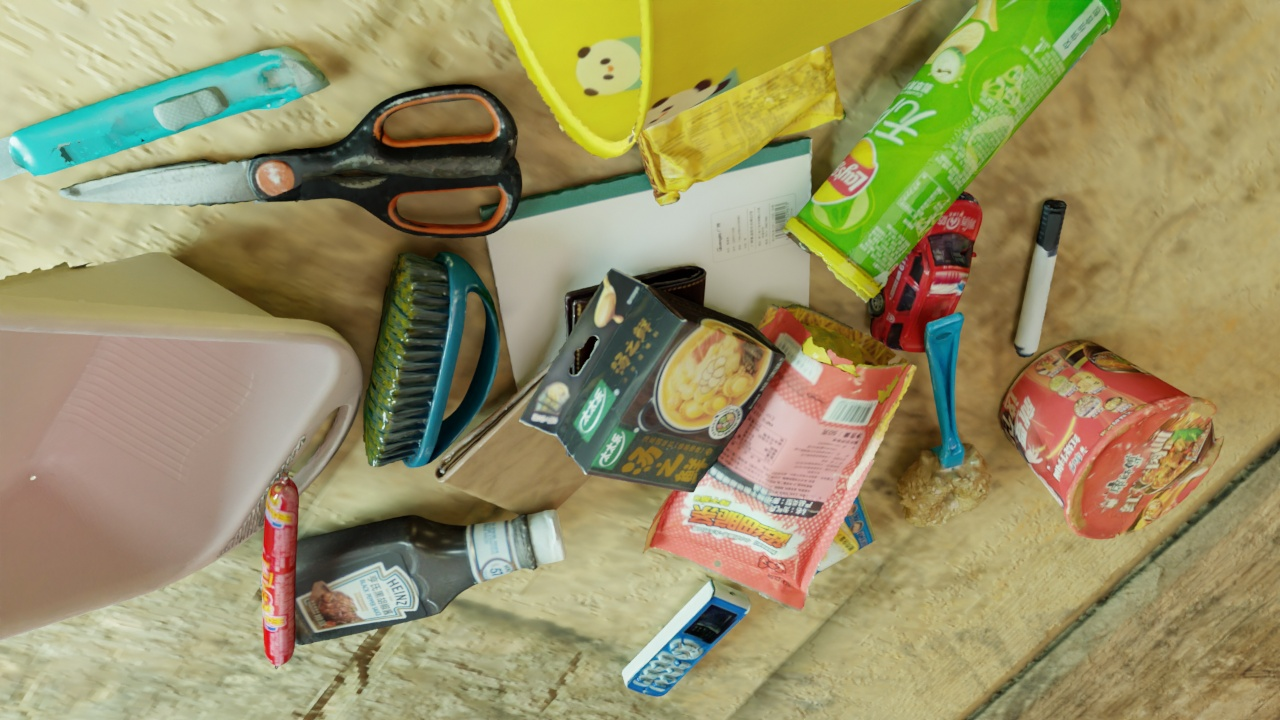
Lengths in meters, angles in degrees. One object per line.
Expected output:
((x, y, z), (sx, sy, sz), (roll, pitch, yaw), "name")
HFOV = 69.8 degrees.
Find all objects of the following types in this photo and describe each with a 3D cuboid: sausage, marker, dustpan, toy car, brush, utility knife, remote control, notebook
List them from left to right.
((-0.251, 0.060, 0.444), (0.139, 0.273, 0.223), (36, 109, -10), "dustpan")
((-0.238, -0.117, 0.444), (0.171, 0.013, 0.029), (-21, 126, -7), "utility knife")
((-0.223, 0.132, 0.566), (0.020, 0.020, 0.156), (1, 118, -22), "sausage")
((-0.122, 0.002, 0.546), (0.073, 0.055, 0.144), (0, 123, -31), "brush")
((0.013, -0.052, 0.586), (0.209, 0.012, 0.151), (-14, 127, -11), "notebook")
((0.038, 0.240, 0.790), (0.049, 0.024, 0.125), (30, 109, -34), "remote control")
((0.199, -0.059, 0.634), (0.052, 0.045, 0.121), (-3, 122, -21), "toy car")
((0.231, 0.051, 0.700), (0.083, 0.045, 0.255), (-18, 137, 3), "brush")
((0.298, -0.058, 0.687), (0.018, 0.022, 0.131), (12, 128, 23), "marker")

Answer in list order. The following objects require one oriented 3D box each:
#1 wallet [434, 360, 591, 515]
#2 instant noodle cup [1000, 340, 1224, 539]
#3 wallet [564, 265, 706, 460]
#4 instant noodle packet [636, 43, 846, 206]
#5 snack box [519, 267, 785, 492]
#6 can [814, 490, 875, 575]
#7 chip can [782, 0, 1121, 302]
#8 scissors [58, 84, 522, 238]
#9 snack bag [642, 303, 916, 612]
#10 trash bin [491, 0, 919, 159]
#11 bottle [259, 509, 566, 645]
((-0.064, 0.058, 0.618), (0.115, 0.020, 0.101), (-43, 137, 14), "wallet")
((0.366, 0.058, 0.736), (0.137, 0.108, 0.138), (-10, 126, -15), "instant noodle cup")
((-0.003, 0.003, 0.588), (0.096, 0.020, 0.122), (-14, 126, -24), "wallet")
((0.050, -0.159, 0.507), (0.128, 0.044, 0.111), (-26, 127, -5), "instant noodle packet")
((0.010, 0.018, 0.565), (0.125, 0.053, 0.113), (15, 113, -45), "snack box")
((0.131, 0.123, 0.726), (0.083, 0.057, 0.102), (-29, 128, -3), "can")
((0.182, -0.141, 0.545), (0.072, 0.072, 0.221), (32, 104, -35), "chip can")
((-0.175, -0.082, 0.483), (0.234, 0.021, 0.125), (-24, 120, -4), "scissors")
((0.095, 0.071, 0.635), (0.128, 0.073, 0.208), (21, 112, -3), "snack bag")
((0.062, -0.233, 0.358), (0.255, 0.229, 0.230), (-24, 128, -12), "trash bin")
((-0.149, 0.140, 0.623), (0.195, 0.044, 0.080), (-12, 126, -5), "bottle")
